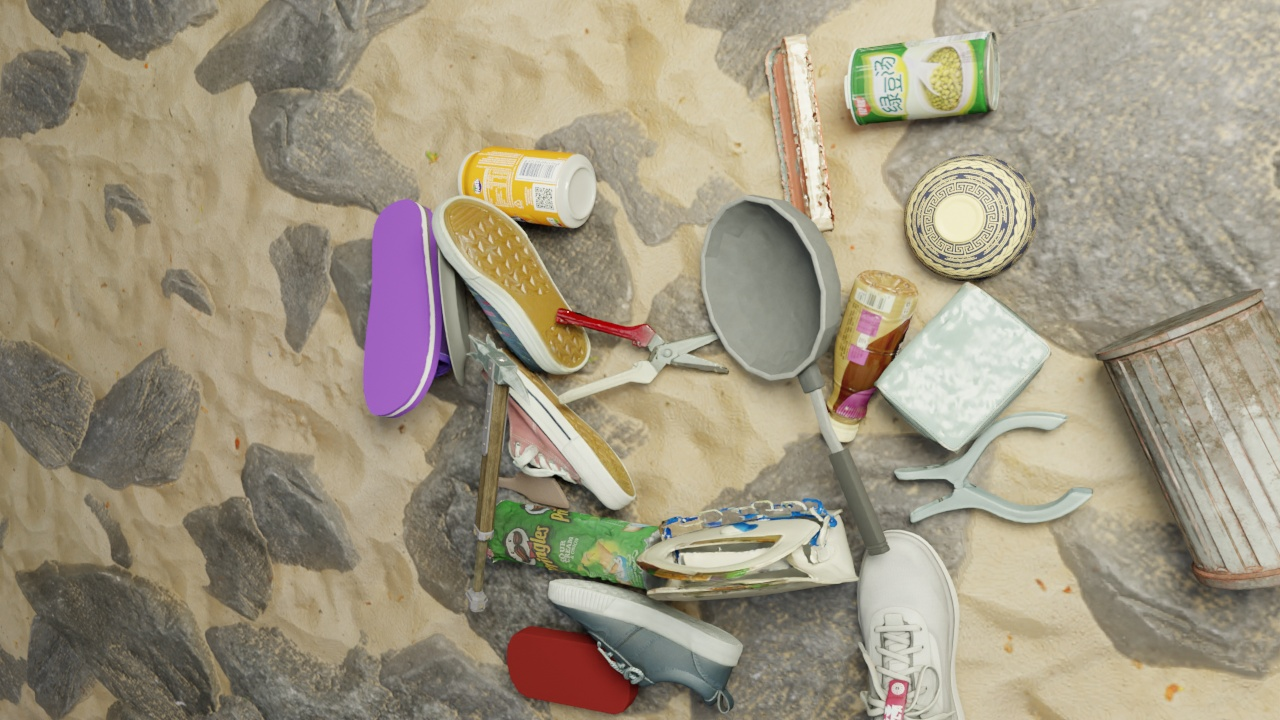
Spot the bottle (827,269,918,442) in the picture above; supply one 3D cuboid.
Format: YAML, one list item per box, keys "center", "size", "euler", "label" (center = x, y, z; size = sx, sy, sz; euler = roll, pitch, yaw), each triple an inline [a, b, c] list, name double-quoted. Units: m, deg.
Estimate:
- center: [0.210, 0.000, 0.868]
  size: [0.060, 0.059, 0.166]
  euler: [24, 117, 24]
  label: "bottle"

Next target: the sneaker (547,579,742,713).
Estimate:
- center: [-0.001, 0.310, 1.010]
  size: [0.236, 0.089, 0.087]
  euler: [18, 86, 20]
  label: "sneaker"

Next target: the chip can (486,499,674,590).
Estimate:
- center: [-0.072, 0.211, 1.051]
  size: [0.224, 0.075, 0.075]
  euler: [3, 100, 29]
  label: "chip can"

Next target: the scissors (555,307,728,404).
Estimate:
- center: [-0.013, -0.005, 0.984]
  size: [0.193, 0.015, 0.179]
  euler: [41, 100, 6]
  label: "scissors"

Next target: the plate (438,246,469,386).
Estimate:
- center: [-0.208, -0.060, 1.042]
  size: [0.012, 0.178, 0.178]
  euler: [-6, 96, -5]
  label: "plate"

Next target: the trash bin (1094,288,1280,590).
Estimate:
- center: [0.455, 0.067, 0.701]
  size: [0.131, 0.130, 0.211]
  euler: [-27, 83, 30]
  label: "trash bin"

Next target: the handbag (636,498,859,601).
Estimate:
- center: [0.095, 0.185, 0.881]
  size: [0.201, 0.199, 0.093]
  euler: [-15, 78, 29]
  label: "handbag"

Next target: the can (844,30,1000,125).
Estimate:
- center: [0.246, -0.245, 0.801]
  size: [0.121, 0.067, 0.067]
  euler: [2, 99, 29]
  label: "can"

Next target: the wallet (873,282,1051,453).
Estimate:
- center: [0.287, 0.007, 0.820]
  size: [0.100, 0.054, 0.132]
  euler: [43, 103, 10]
  label: "wallet"

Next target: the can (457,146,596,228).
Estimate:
- center: [-0.124, -0.192, 1.010]
  size: [0.143, 0.079, 0.079]
  euler: [12, 104, 27]
  label: "can"

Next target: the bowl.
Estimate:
- center: [0.284, -0.124, 0.803]
  size: [0.113, 0.061, 0.112]
  euler: [5, 101, 28]
  label: "bowl"

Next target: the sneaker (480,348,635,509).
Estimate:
- center: [-0.108, 0.091, 1.038]
  size: [0.088, 0.118, 0.241]
  euler: [-48, 68, 5]
  label: "sneaker"

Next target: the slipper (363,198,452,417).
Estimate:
- center: [-0.267, -0.059, 1.118]
  size: [0.107, 0.084, 0.266]
  euler: [-15, 70, 30]
  label: "slipper"

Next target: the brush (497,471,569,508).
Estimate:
- center: [-0.142, 0.149, 1.109]
  size: [0.136, 0.015, 0.050]
  euler: [4, 132, 37]
  label: "brush"

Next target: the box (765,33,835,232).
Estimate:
- center: [0.152, -0.210, 0.868]
  size: [0.043, 0.083, 0.187]
  euler: [-9, 92, 0]
  label: "box"

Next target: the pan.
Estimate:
- center: [0.159, 0.011, 0.866]
  size: [0.179, 0.041, 0.357]
  euler: [-34, 75, 59]
  label: "pan"

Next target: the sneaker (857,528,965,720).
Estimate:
- center: [0.246, 0.293, 0.856]
  size: [0.097, 0.128, 0.263]
  euler: [-8, 90, 27]
  label: "sneaker"

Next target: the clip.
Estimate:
- center: [0.330, 0.132, 0.839]
  size: [0.172, 0.029, 0.141]
  euler: [-29, 82, 30]
  label: "clip"

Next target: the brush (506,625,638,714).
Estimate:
- center: [-0.078, 0.365, 1.098]
  size: [0.174, 0.041, 0.082]
  euler: [-1, 98, 29]
  label: "brush"

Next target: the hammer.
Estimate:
- center: [-0.167, 0.145, 1.015]
  size: [0.147, 0.028, 0.317]
  euler: [37, 124, 52]
  label: "hammer"

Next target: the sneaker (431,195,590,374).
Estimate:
- center: [-0.150, -0.079, 1.020]
  size: [0.079, 0.087, 0.235]
  euler: [-13, 120, 49]
  label: "sneaker"
